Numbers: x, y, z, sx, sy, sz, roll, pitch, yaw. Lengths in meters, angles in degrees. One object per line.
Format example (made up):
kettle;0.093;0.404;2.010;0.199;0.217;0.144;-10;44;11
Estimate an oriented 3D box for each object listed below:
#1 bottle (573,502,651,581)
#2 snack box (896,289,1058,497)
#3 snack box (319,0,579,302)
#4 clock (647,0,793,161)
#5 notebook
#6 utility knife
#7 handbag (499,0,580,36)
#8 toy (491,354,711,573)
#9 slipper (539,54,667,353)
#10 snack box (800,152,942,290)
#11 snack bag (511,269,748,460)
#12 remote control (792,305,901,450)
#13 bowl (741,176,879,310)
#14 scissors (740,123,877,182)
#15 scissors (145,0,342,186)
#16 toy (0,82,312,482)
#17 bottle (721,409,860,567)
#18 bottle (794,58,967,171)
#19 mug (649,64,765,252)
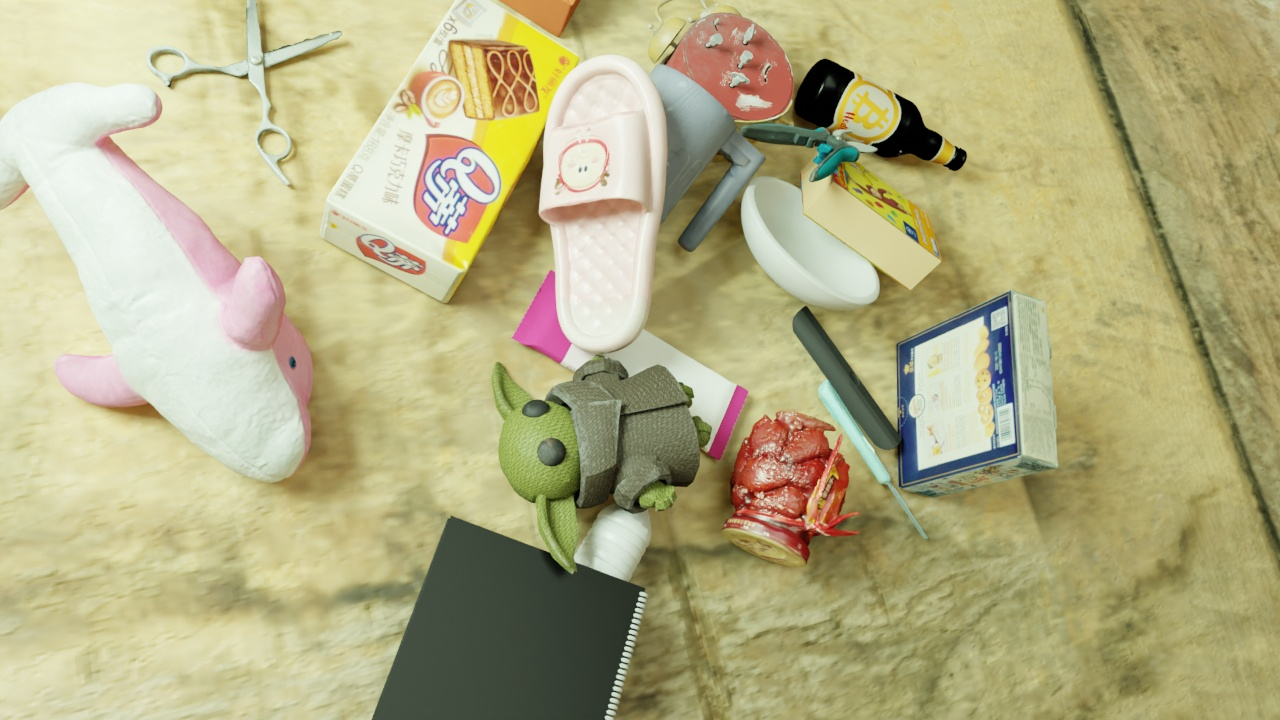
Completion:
bottle;-0.028;0.152;0.669;0.044;0.044;0.136;36;63;-9
snack box;0.282;0.033;0.786;0.042;0.145;0.144;14;68;-21
snack box;-0.143;-0.170;0.715;0.110;0.062;0.229;29;64;-13
clock;0.071;-0.266;0.828;0.116;0.081;0.159;-27;85;-28
notebook;-0.089;0.222;0.584;0.149;0.016;0.206;24;65;-14
utility knife;0.205;0.090;0.809;0.165;0.015;0.022;57;29;1
handbag;-0.080;-0.392;0.820;0.109;0.060;0.171;27;64;-9
toy;-0.027;0.056;0.666;0.152;0.078;0.179;-11;54;-20
slipper;-0.034;-0.116;0.691;0.055;0.107;0.221;-4;95;-58
snack box;0.210;-0.134;0.842;0.126;0.040;0.088;32;34;-15
snack bag;-0.004;0.004;0.744;0.196;0.016;0.070;31;66;-11
remote control;0.182;0.016;0.815;0.147;0.015;0.033;55;34;1
bowl;0.141;-0.095;0.809;0.149;0.043;0.149;26;37;-22
scissors;0.149;-0.188;0.801;0.124;0.019;0.154;22;34;1
scissors;-0.292;-0.211;0.692;0.141;0.014;0.175;-9;79;-22
toy;-0.287;-0.046;0.583;0.266;0.187;0.127;61;20;-20
bottle;0.122;0.100;0.723;0.099;0.099;0.111;29;68;-12
bottle;0.244;-0.233;0.905;0.181;0.059;0.059;21;66;-16
mug;0.030;-0.164;0.761;0.124;0.084;0.104;36;92;-27
